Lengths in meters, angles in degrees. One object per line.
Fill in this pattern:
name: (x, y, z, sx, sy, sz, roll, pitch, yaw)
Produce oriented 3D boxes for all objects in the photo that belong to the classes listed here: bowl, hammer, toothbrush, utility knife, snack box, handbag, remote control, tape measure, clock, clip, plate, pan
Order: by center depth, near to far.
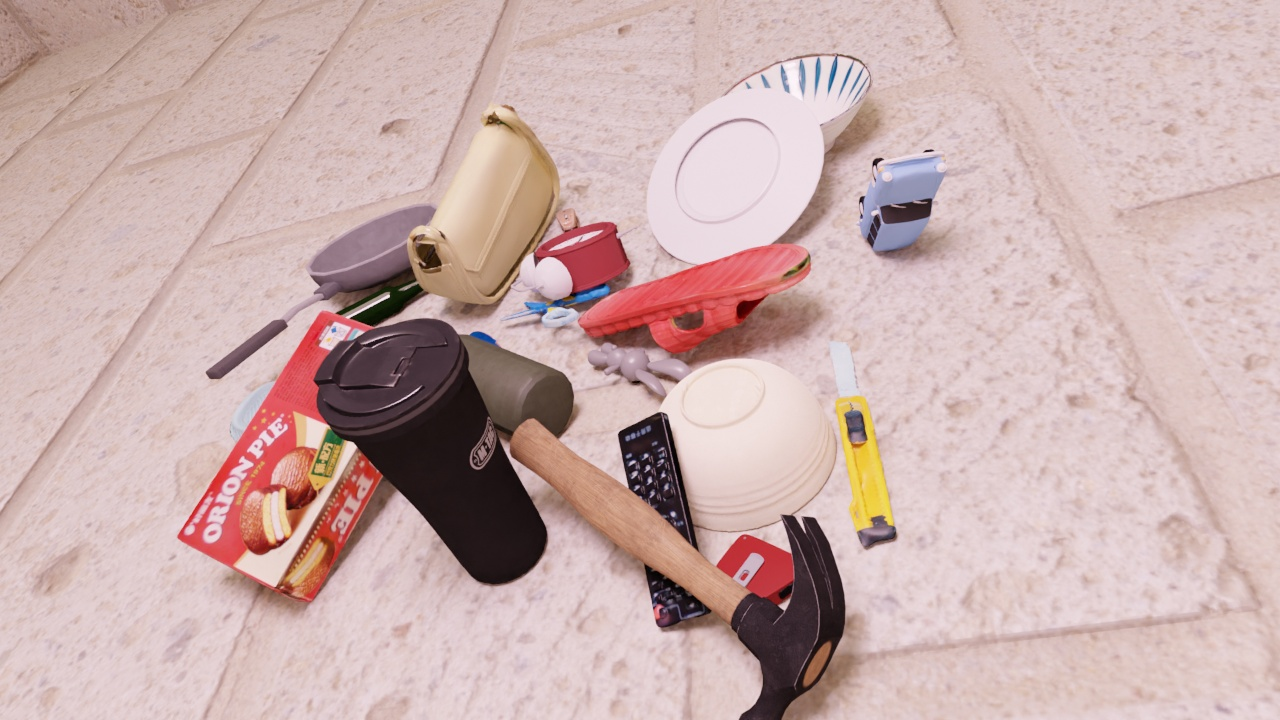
hammer: (0.006, 0.117, 0.640, 0.305, 0.040, 0.132, 31, 101, 41)
tape measure: (0.082, 0.152, 0.644, 0.059, 0.019, 0.051, 19, 54, 40)
remote control: (0.019, 0.114, 0.668, 0.047, 0.022, 0.150, -27, 62, 32)
utility knife: (0.168, 0.055, 0.720, 0.030, 0.019, 0.217, -6, 38, 7)
bowl: (0.072, 0.051, 0.721, 0.151, 0.075, 0.150, -14, 39, 11)
snack box: (-0.286, 0.079, 0.808, 0.113, 0.060, 0.236, 18, 69, 21)
toothbrush: (-0.145, -0.005, 0.936, 0.021, 0.017, 0.135, -33, 40, -19)
clock: (-0.071, -0.103, 0.964, 0.137, 0.048, 0.096, -26, 20, -16)
plate: (0.092, -0.198, 0.967, 0.209, 0.015, 0.208, -14, 64, 30)
handbag: (-0.179, -0.165, 1.019, 0.088, 0.191, 0.232, 14, 62, 15)
bowl: (0.178, -0.273, 1.041, 0.177, 0.071, 0.177, -13, 40, 11)
pan: (-0.361, -0.083, 1.071, 0.179, 0.041, 0.356, -1, 35, 35)
clip: (-0.086, -0.162, 1.076, 0.026, 0.049, 0.061, -19, 67, 5)

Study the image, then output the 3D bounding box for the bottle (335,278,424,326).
bottle: (-0.295, -0.069, 1.070, 0.123, 0.033, 0.033, -29, 39, -8)

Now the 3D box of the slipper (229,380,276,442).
slipper: (-0.321, 0.049, 0.922, 0.277, 0.069, 0.115, 4, 43, 30)

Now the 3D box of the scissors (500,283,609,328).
scissors: (-0.095, -0.050, 0.945, 0.131, 0.018, 0.110, -13, 20, 21)

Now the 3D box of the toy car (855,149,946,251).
toy car: (0.232, -0.141, 0.822, 0.056, 0.153, 0.054, -9, 77, 4)

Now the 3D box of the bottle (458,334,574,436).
bottle: (-0.155, 0.017, 0.873, 0.207, 0.071, 0.071, 19, 55, 40)

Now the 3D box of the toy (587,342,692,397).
toy: (-0.005, 0.005, 0.847, 0.049, 0.030, 0.112, -30, 32, -32)

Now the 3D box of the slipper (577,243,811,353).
slipper: (0.048, -0.047, 0.852, 0.249, 0.059, 0.103, -12, 22, 38)

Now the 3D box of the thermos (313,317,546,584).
thermos: (-0.142, 0.075, 0.682, 0.106, 0.219, 0.105, -14, 40, 11)
